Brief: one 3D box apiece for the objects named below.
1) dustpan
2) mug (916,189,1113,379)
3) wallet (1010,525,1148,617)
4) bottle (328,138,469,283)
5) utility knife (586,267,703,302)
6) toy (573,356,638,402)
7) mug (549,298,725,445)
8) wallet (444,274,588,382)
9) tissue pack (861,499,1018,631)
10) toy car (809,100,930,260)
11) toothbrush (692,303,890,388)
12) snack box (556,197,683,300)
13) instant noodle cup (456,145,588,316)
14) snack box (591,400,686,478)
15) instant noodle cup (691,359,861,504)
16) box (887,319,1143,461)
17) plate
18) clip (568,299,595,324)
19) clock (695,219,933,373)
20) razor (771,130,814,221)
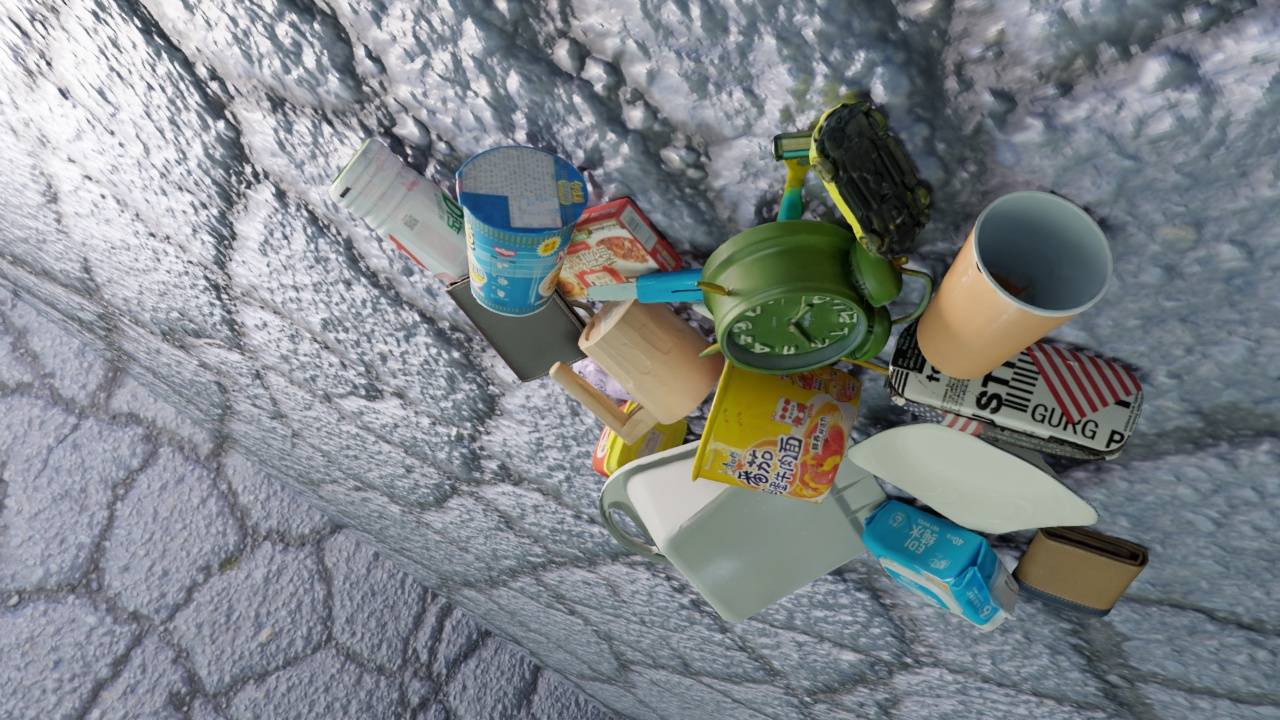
[{"bbox_3d":[0.094,0.146,0.936,0.223,0.258,0.142,52,-177,-37],"label":"dustpan"},{"bbox_3d":[0.218,-0.037,0.559,0.078,0.078,0.123,27,159,7],"label":"mug"},{"bbox_3d":[0.385,0.185,0.814,0.090,0.033,0.115,17,150,20],"label":"wallet"},{"bbox_3d":[-0.184,-0.115,0.837,0.197,0.068,0.068,39,152,-23],"label":"bottle"},{"bbox_3d":[0.040,-0.058,0.716,0.192,0.018,0.034,-2,140,27],"label":"utility knife"},{"bbox_3d":[-0.018,0.020,0.930,0.108,0.039,0.084,16,172,22],"label":"toy"},{"bbox_3d":[-0.005,0.005,0.813,0.103,0.084,0.125,42,112,-17],"label":"mug"},{"bbox_3d":[-0.105,-0.038,0.835,0.096,0.020,0.122,-21,123,25],"label":"wallet"},{"bbox_3d":[0.281,0.192,0.865,0.090,0.063,0.140,47,166,-32],"label":"tissue pack"},{"bbox_3d":[0.134,-0.108,0.549,0.105,0.048,0.032,48,176,-32],"label":"toy car"},{"bbox_3d":[0.130,-0.008,0.720,0.191,0.018,0.016,19,166,-1],"label":"toothbrush"},{"bbox_3d":[-0.041,-0.090,0.777,0.153,0.025,0.075,-5,137,49],"label":"snack box"},{"bbox_3d":[-0.097,-0.096,0.721,0.099,0.099,0.110,26,142,8],"label":"instant noodle cup"},{"bbox_3d":[-0.004,0.093,0.983,0.082,0.091,0.080,27,164,-17],"label":"snack box"},{"bbox_3d":[0.113,0.051,0.755,0.110,0.137,0.138,17,152,8],"label":"instant noodle cup"},{"bbox_3d":[0.259,0.027,0.650,0.163,0.076,0.087,15,172,22],"label":"box"},{"bbox_3d":[0.268,0.088,0.746,0.163,0.034,0.165,30,159,-9],"label":"plate"},{"bbox_3d":[-0.040,-0.034,0.884,0.104,0.082,0.035,6,150,-1],"label":"clip"},{"bbox_3d":[0.119,-0.041,0.632,0.161,0.056,0.116,-5,149,3],"label":"clock"},{"bbox_3d":[0.102,-0.101,0.609,0.043,0.028,0.133,-8,147,-2],"label":"razor"}]
